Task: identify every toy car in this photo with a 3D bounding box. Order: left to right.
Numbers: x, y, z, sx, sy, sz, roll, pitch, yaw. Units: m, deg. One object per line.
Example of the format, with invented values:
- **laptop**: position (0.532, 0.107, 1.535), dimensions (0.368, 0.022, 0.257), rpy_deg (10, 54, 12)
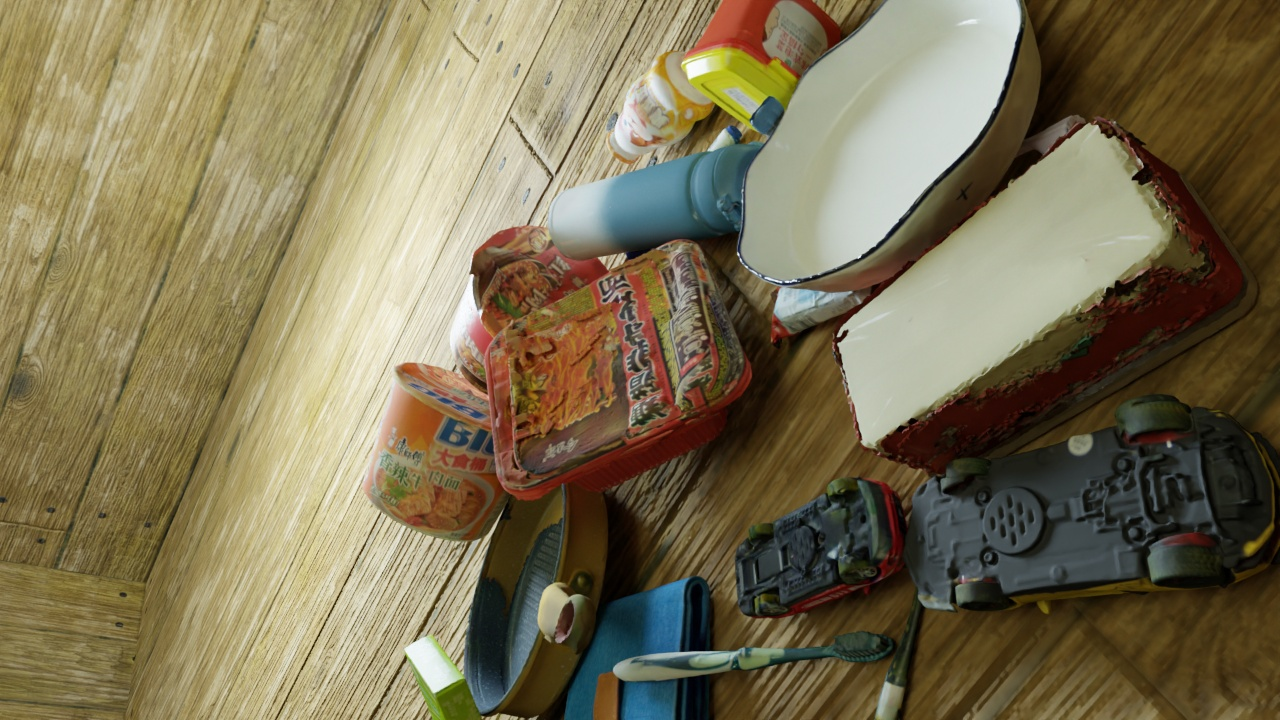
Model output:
- **toy car**: position (0.096, 0.103, 0.488), dimensions (0.121, 0.045, 0.052), rpy_deg (-44, 40, 49)
- **toy car**: position (0.178, 0.065, 0.381), dimensions (0.156, 0.041, 0.071), rpy_deg (-28, 50, 47)

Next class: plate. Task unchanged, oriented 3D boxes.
- **plate**: position (0.137, -0.125, 0.524), dimensions (0.205, 0.045, 0.204), rpy_deg (-44, 30, 33)

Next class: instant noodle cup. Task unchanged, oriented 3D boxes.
- **instant noodle cup**: position (-0.168, 0.082, 0.811), dimensions (0.111, 0.151, 0.151), rpy_deg (-65, 31, 7)
- **instant noodle cup**: position (-0.099, -0.033, 0.813), dimensions (0.109, 0.137, 0.137), rpy_deg (-44, 38, 52)
- **instant noodle cup**: position (-0.016, 0.015, 0.647), dimensions (0.189, 0.079, 0.164), rpy_deg (-25, 44, 11)

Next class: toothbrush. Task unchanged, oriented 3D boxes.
- **toothbrush**: position (0.053, 0.167, 0.515), dimensions (0.192, 0.018, 0.016), rpy_deg (-20, 49, 38)
- **toothbrush**: position (0.117, 0.171, 0.444), dimensions (0.012, 0.017, 0.185), rpy_deg (173, 113, -71)
- **toothbrush**: position (0.161, -0.089, 0.522), dimensions (0.029, 0.021, 0.190), rpy_deg (-43, 11, -35)

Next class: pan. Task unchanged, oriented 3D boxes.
- **pan**: position (-0.069, 0.163, 0.635), dimensions (0.358, 0.078, 0.197), rpy_deg (-14, 59, 66)

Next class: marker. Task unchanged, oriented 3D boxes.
- **marker**: position (0.034, -0.134, 0.755), dimensions (0.146, 0.017, 0.016), rpy_deg (-48, 37, 34)

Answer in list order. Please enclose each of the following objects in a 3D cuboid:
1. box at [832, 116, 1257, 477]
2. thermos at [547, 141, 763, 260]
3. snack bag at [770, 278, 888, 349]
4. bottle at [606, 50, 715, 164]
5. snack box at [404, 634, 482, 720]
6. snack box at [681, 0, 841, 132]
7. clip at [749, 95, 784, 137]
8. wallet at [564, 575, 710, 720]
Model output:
- **box**: position (0.165, -0.021, 0.416), dimensions (0.169, 0.078, 0.091), rpy_deg (-44, 38, 38)
- **thermos**: position (0.015, -0.120, 0.712), dimensions (0.221, 0.070, 0.070), rpy_deg (-2, 71, 50)
- **snack bag**: position (0.114, -0.041, 0.561), dimensions (0.106, 0.026, 0.045), rpy_deg (-22, 46, 51)
- **bottle**: position (0.014, -0.212, 0.786), dimensions (0.109, 0.063, 0.063), rpy_deg (-35, 45, 46)
- **snack box**: position (-0.127, 0.287, 0.677), dimensions (0.086, 0.026, 0.156), rpy_deg (11, 122, 60)
- **snack box**: position (0.090, -0.215, 0.642), dimensions (0.082, 0.091, 0.080), rpy_deg (16, 80, 60)
- **clip**: position (0.097, -0.155, 0.625), dimensions (0.024, 0.056, 0.028), rpy_deg (-53, 33, 4)
- **wallet**: position (-0.006, 0.206, 0.608), dimensions (0.133, 0.040, 0.106), rpy_deg (-32, 43, 48)
